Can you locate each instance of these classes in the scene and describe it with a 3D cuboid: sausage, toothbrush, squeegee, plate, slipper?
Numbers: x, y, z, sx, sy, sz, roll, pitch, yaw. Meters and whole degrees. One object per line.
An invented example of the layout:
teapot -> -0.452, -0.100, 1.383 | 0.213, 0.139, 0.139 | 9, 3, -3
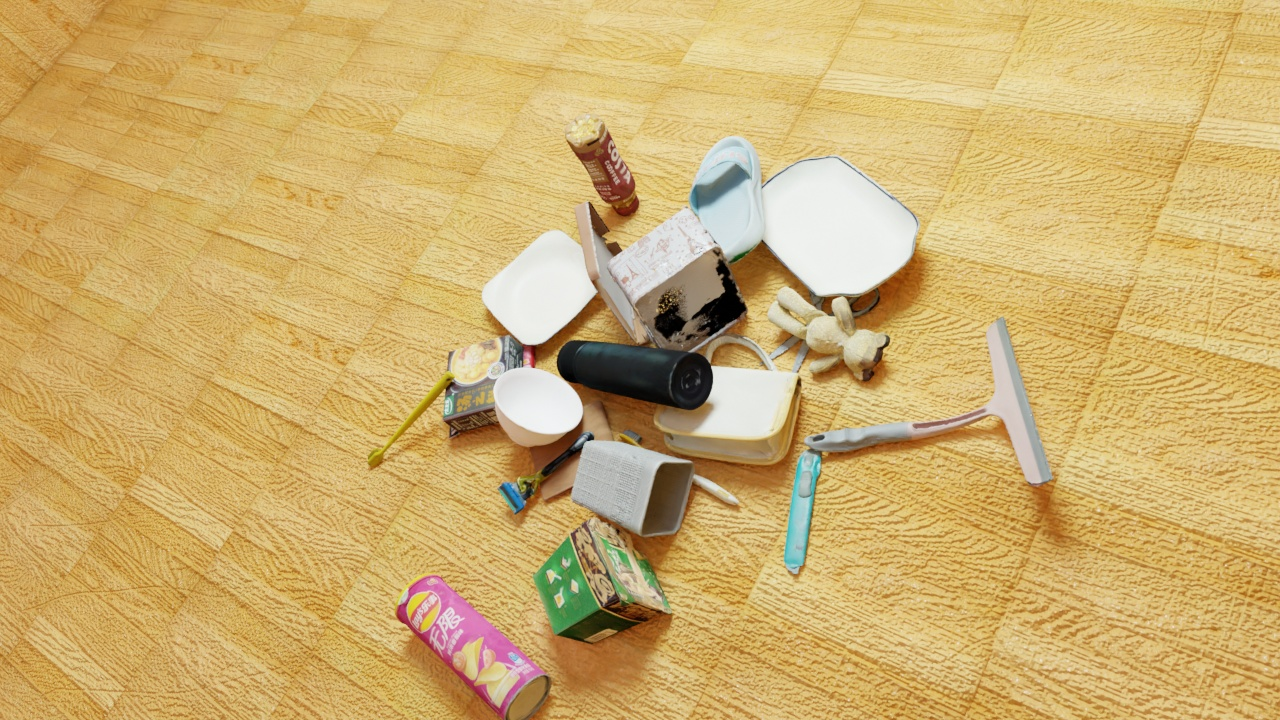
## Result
sausage -> -0.157, 0.031, 1.277 | 0.020, 0.020, 0.155 | -13, 56, 15
toothbrush -> 0.047, 0.130, 1.134 | 0.191, 0.016, 0.018 | 27, 65, 34
squeegee -> 0.311, 0.074, 1.041 | 0.250, 0.040, 0.247 | -15, 40, 21
toothbrush -> -0.323, 0.082, 1.284 | 0.190, 0.015, 0.016 | -46, 43, 17
plate -> 0.250, -0.172, 1.201 | 0.162, 0.034, 0.265 | -37, 47, 1
slipper -> 0.112, -0.227, 1.257 | 0.104, 0.074, 0.244 | -34, 37, 27
plate -> -0.136, -0.102, 1.339 | 0.164, 0.034, 0.163 | -43, 54, -5

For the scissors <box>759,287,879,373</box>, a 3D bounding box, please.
scissors -> 0.226, -0.052, 1.168 | 0.176, 0.014, 0.159 | -14, 57, 16

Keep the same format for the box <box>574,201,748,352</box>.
box -> 0.014, -0.121, 1.200 | 0.156, 0.183, 0.193 | -33, 57, 1

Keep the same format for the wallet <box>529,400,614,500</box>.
wallet -> -0.087, 0.117, 1.197 | 0.115, 0.020, 0.101 | -26, 55, 10

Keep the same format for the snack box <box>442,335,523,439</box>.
snack box -> -0.225, 0.037, 1.276 | 0.126, 0.053, 0.113 | -15, 56, 19

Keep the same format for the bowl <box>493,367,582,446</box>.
bowl -> -0.141, 0.073, 1.189 | 0.118, 0.118, 0.065 | 58, 136, 36

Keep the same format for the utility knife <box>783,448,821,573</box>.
utility knife -> 0.186, 0.168, 1.052 | 0.029, 0.013, 0.156 | 1, 61, 25

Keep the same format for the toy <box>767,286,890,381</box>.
toy -> 0.226, -0.037, 1.123 | 0.157, 0.066, 0.105 | 33, 117, 25

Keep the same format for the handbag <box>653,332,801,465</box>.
handbag -> 0.118, 0.041, 1.137 | 0.164, 0.063, 0.178 | 5, 50, 25

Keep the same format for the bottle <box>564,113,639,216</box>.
bottle -> -0.049, -0.276, 1.318 | 0.057, 0.175, 0.057 | -11, 57, 17

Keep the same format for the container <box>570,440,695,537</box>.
container -> -0.012, 0.147, 1.093 | 0.114, 0.090, 0.090 | 16, 93, 33

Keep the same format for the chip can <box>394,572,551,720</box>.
chip can -> -0.199, 0.336, 1.081 | 0.211, 0.071, 0.071 | 29, 75, 33

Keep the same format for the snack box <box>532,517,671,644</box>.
snack box -> -0.050, 0.262, 1.047 | 0.106, 0.118, 0.117 | -39, 52, 13

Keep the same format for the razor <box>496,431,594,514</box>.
razor -> -0.116, 0.137, 1.177 | 0.143, 0.022, 0.042 | -39, 81, 2

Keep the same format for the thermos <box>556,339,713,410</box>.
thermos -> -0.007, 0.007, 1.157 | 0.089, 0.068, 0.243 | -29, 23, -31
